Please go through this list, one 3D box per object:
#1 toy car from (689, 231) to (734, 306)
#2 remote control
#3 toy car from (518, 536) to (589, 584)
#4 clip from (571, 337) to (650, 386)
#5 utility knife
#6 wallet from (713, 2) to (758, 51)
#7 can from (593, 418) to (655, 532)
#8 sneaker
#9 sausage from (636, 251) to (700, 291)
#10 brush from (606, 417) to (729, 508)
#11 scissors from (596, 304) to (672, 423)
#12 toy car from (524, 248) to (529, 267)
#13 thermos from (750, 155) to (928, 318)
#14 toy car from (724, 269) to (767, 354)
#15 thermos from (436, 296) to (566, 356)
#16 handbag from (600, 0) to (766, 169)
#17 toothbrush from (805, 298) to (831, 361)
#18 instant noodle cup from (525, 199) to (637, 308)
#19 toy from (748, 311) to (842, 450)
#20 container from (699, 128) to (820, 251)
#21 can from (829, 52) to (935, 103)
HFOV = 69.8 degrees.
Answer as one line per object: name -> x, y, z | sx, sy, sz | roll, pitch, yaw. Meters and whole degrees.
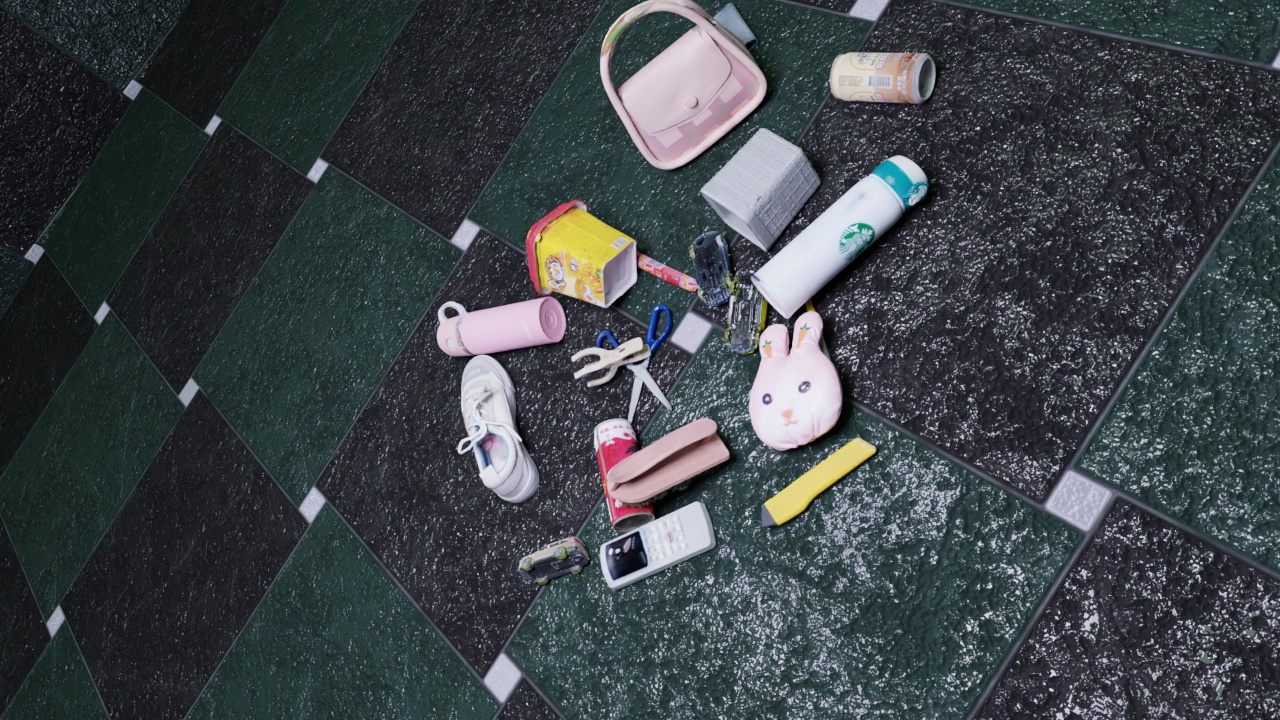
toy car -> 0.095, -0.118, 1.183 | 0.049, 0.031, 0.105 | -23, 60, 23
remote control -> 0.018, 0.221, 1.094 | 0.150, 0.021, 0.058 | -28, 56, 20
toy car -> -0.110, 0.252, 1.154 | 0.091, 0.042, 0.035 | -24, 35, 18
clip -> -0.036, 0.004, 1.214 | 0.104, 0.084, 0.034 | -15, 62, 1
utility knife -> 0.195, 0.137, 1.015 | 0.154, 0.015, 0.033 | -38, 60, 13
wallet -> 0.104, -0.453, 1.335 | 0.121, 0.019, 0.097 | -36, 52, 18
can -> -0.022, 0.141, 1.135 | 0.053, 0.053, 0.132 | -28, 57, 21
sneaker -> -0.217, 0.084, 1.269 | 0.090, 0.090, 0.242 | -36, 54, 15
sausage -> 0.025, -0.123, 1.241 | 0.156, 0.020, 0.020 | 30, 88, 39
brush -> 0.027, 0.119, 1.070 | 0.145, 0.073, 0.063 | -25, 54, -11
scissors -> -0.002, 0.002, 1.210 | 0.162, 0.012, 0.175 | 24, 85, 37
toy car -> -0.126, -0.172, 1.356 | 0.106, 0.031, 0.049 | -33, 54, 17
thermos -> 0.235, -0.146, 1.066 | 0.224, 0.073, 0.073 | -41, 52, 3
toy car -> 0.134, -0.059, 1.132 | 0.048, 0.032, 0.105 | 4, 83, 35
thermos -> -0.209, -0.055, 1.330 | 0.199, 0.087, 0.067 | -6, 22, 31
handbag -> 0.039, -0.379, 1.205 | 0.194, 0.234, 0.093 | -35, 52, 16
toothbrush -> 0.204, -0.046, 1.087 | 0.016, 0.018, 0.191 | -24, 58, 26
instant noodle cup -> -0.076, -0.139, 1.251 | 0.124, 0.116, 0.115 | 26, 51, 26
toy -> 0.174, 0.022, 1.052 | 0.122, 0.054, 0.159 | -24, 57, 37
container -> 0.154, -0.217, 1.152 | 0.114, 0.090, 0.090 | -49, 52, 3
can -> 0.298, -0.348, 1.130 | 0.116, 0.058, 0.058 | 16, 79, 38
